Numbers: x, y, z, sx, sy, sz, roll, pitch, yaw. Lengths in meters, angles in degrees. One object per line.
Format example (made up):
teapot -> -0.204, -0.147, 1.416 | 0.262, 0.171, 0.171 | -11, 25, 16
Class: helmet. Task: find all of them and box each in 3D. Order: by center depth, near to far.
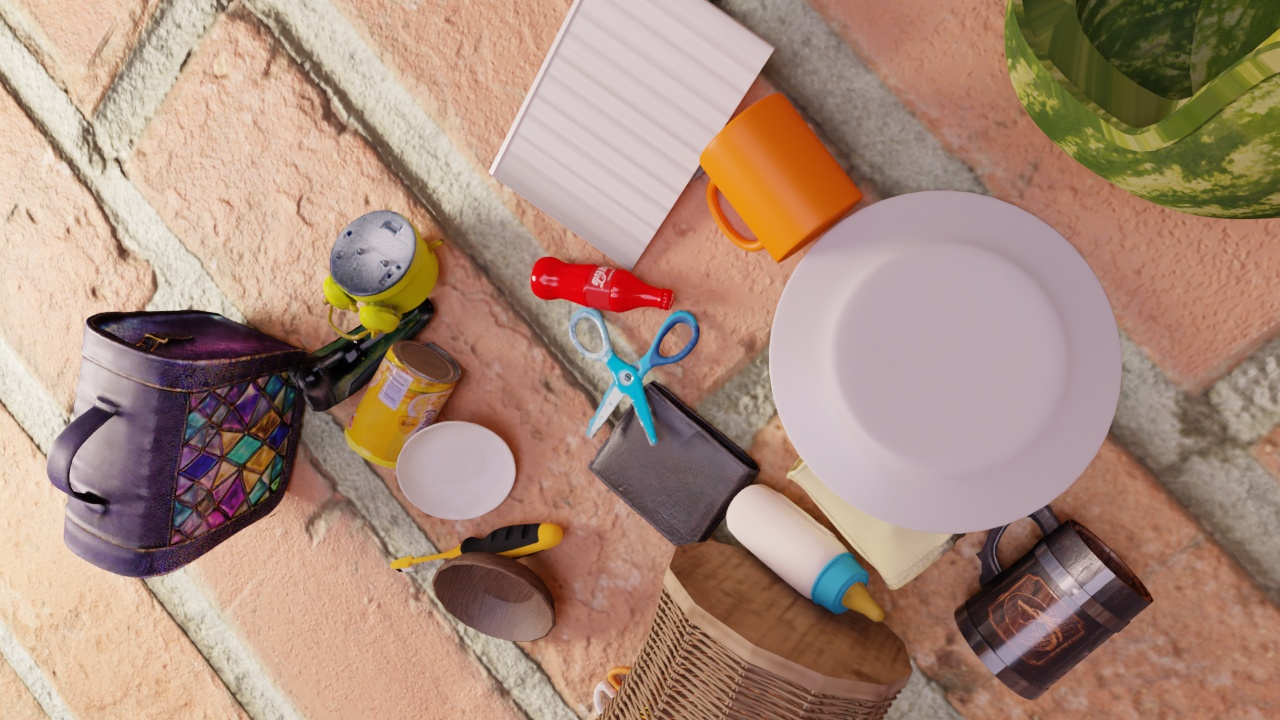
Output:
helmet -> 0.338, -0.184, 0.489 | 0.243, 0.247, 0.213 | 11, 86, -24

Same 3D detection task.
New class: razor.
razor -> -0.253, -0.010, 0.833 | 0.152, 0.067, 0.054 | -34, 90, 14

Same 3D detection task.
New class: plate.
plate -> 0.212, -0.002, 0.639 | 0.242, 0.016, 0.242 | 0, 85, 4
plate -> -0.165, 0.094, 0.826 | 0.104, 0.026, 0.104 | -3, 118, -6

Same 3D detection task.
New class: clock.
clock -> -0.229, -0.073, 0.795 | 0.083, 0.057, 0.119 | 31, 80, 24

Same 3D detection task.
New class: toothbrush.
toothbrush -> -0.156, 0.176, 0.850 | 0.197, 0.031, 0.031 | -15, 126, 26

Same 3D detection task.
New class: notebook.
notebook -> -0.015, -0.188, 0.703 | 0.142, 0.009, 0.210 | 35, 122, -1

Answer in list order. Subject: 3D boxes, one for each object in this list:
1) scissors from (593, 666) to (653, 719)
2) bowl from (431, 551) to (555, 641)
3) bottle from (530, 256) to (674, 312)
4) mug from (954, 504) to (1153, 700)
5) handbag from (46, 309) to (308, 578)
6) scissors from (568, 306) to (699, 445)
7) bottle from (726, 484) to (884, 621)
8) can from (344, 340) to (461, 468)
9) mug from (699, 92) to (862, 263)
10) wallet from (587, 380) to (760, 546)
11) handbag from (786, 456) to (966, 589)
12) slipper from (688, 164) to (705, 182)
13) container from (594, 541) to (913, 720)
scissors -> 0.010, 0.333, 0.825 | 0.128, 0.013, 0.064 | 46, 112, 8
bowl -> -0.128, 0.207, 0.828 | 0.118, 0.030, 0.118 | 10, 133, 11
bottle -> -0.031, -0.059, 0.755 | 0.119, 0.036, 0.036 | 11, 103, 18
mug -> 0.285, 0.164, 0.665 | 0.107, 0.080, 0.115 | -49, 55, 20
handbag -> -0.422, 0.067, 0.824 | 0.125, 0.221, 0.205 | 21, 107, 15
scissors -> -0.003, 0.004, 0.758 | 0.138, 0.011, 0.134 | -26, 73, 14
bottle -> 0.128, 0.150, 0.697 | 0.146, 0.051, 0.051 | 37, 113, 42
can -> -0.214, 0.039, 0.825 | 0.067, 0.067, 0.105 | 37, 110, 10
mug -> 0.093, -0.125, 0.684 | 0.096, 0.077, 0.113 | 53, 140, 4
wallet -> 0.027, 0.090, 0.767 | 0.120, 0.031, 0.099 | 39, 108, 13
handbag -> 0.188, 0.091, 0.682 | 0.111, 0.081, 0.119 | -45, 81, 14
slipper -> 0.012, -0.268, 0.689 | 0.098, 0.054, 0.269 | -5, 113, 24
container -> 0.073, 0.268, 0.682 | 0.227, 0.226, 0.196 | 24, 100, 15
